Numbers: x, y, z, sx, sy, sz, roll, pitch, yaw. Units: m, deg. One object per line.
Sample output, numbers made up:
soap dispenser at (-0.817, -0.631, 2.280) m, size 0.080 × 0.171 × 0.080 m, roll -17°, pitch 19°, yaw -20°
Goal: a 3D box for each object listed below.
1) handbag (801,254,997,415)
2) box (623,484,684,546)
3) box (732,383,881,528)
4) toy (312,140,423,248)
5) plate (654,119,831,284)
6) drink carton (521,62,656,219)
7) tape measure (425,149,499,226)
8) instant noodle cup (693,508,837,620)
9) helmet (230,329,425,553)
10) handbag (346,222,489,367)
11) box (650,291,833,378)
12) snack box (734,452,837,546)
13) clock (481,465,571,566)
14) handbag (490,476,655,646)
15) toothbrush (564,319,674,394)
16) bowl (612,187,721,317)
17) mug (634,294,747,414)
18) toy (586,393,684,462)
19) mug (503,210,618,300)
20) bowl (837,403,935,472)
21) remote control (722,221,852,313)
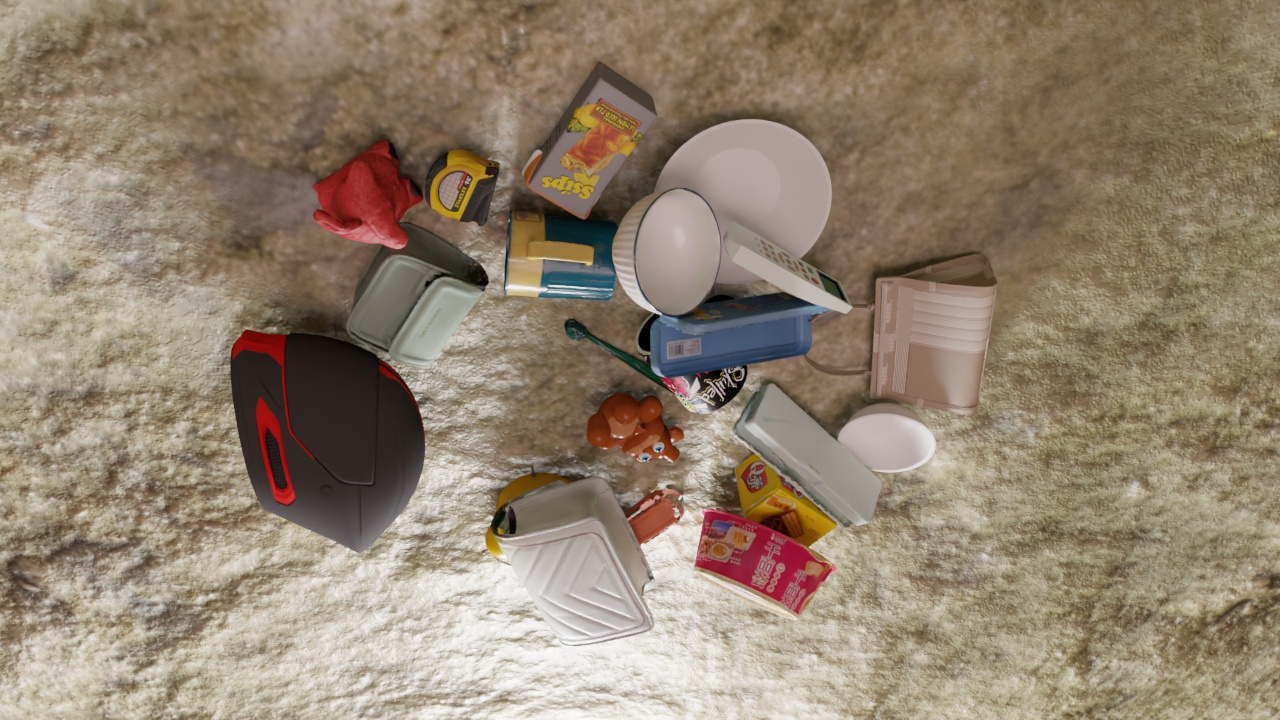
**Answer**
handbag at (0.275, -0.021, 1.010) m, size 0.198 × 0.062 × 0.176 m, roll -2°, pitch 129°, yaw 7°
box at (-0.022, 0.216, 1.173) m, size 0.189 × 0.062 × 0.058 m, roll -35°, pitch 96°, yaw 22°
box at (0.199, 0.111, 1.068) m, size 0.199 × 0.066 × 0.083 m, roll 39°, pitch 77°, yaw -16°
toy at (-0.265, -0.134, 0.838) m, size 0.094 × 0.132 × 0.088 m, roll -14°, pitch 116°, yaw 17°
plate at (0.097, -0.159, 0.899) m, size 0.174 × 0.036 × 0.174 m, roll -2°, pitch 126°, yaw -3°
drink carton at (-0.047, -0.201, 0.849) m, size 0.076 × 0.048 × 0.125 m, roll 28°, pitch 119°, yaw -22°
tape measure at (-0.171, -0.167, 0.871) m, size 0.064 × 0.037 × 0.066 m, roll 13°, pitch 122°, yaw -14°
instant noodle cup at (0.141, 0.252, 1.115) m, size 0.178 × 0.179 × 0.077 m, roll 34°, pitch 74°, yaw -25°
helmet at (-0.314, 0.083, 0.965) m, size 0.169 × 0.164 × 0.265 m, roll -8°, pitch 117°, yaw -13°
handbag at (-0.228, -0.062, 0.926) m, size 0.106 × 0.067 × 0.122 m, roll 27°, pitch 119°, yaw -24°
box at (0.111, -0.023, 0.924) m, size 0.208 × 0.078 × 0.074 m, roll -10°, pitch 108°, yaw -33°
snack box at (0.175, 0.166, 1.114) m, size 0.105 × 0.083 × 0.061 m, roll 34°, pitch 119°, yaw -26°
clock at (-0.130, 0.203, 1.140) m, size 0.113 × 0.052 × 0.152 m, roll 19°, pitch 118°, yaw -17°
handbag at (-0.074, 0.241, 1.089) m, size 0.142 × 0.096 × 0.199 m, roll -14°, pitch 123°, yaw 13°
toothbrush at (-0.006, 0.006, 1.024) m, size 0.189 × 0.017 × 0.016 m, roll 31°, pitch 118°, yaw -24°
bowl at (0.015, -0.102, 0.859) m, size 0.062 × 0.117 × 0.118 m, roll 12°, pitch 141°, yaw 43°
mug at (0.069, -0.016, 0.980) m, size 0.118 × 0.082 × 0.098 m, roll -40°, pitch 121°, yaw 1°
toy at (-0.002, 0.087, 1.057) m, size 0.095 × 0.065 × 0.127 m, roll -35°, pitch 126°, yaw 22°
mug at (-0.076, -0.099, 0.884) m, size 0.107 × 0.113 × 0.083 m, roll 6°, pitch 92°, yaw -10°
bowl at (0.290, 0.083, 1.082) m, size 0.110 × 0.040 × 0.110 m, roll 9°, pitch 139°, yaw 8°
remote control at (0.141, -0.087, 0.900) m, size 0.143 × 0.049 × 0.024 m, roll 26°, pitch 119°, yaw -21°
